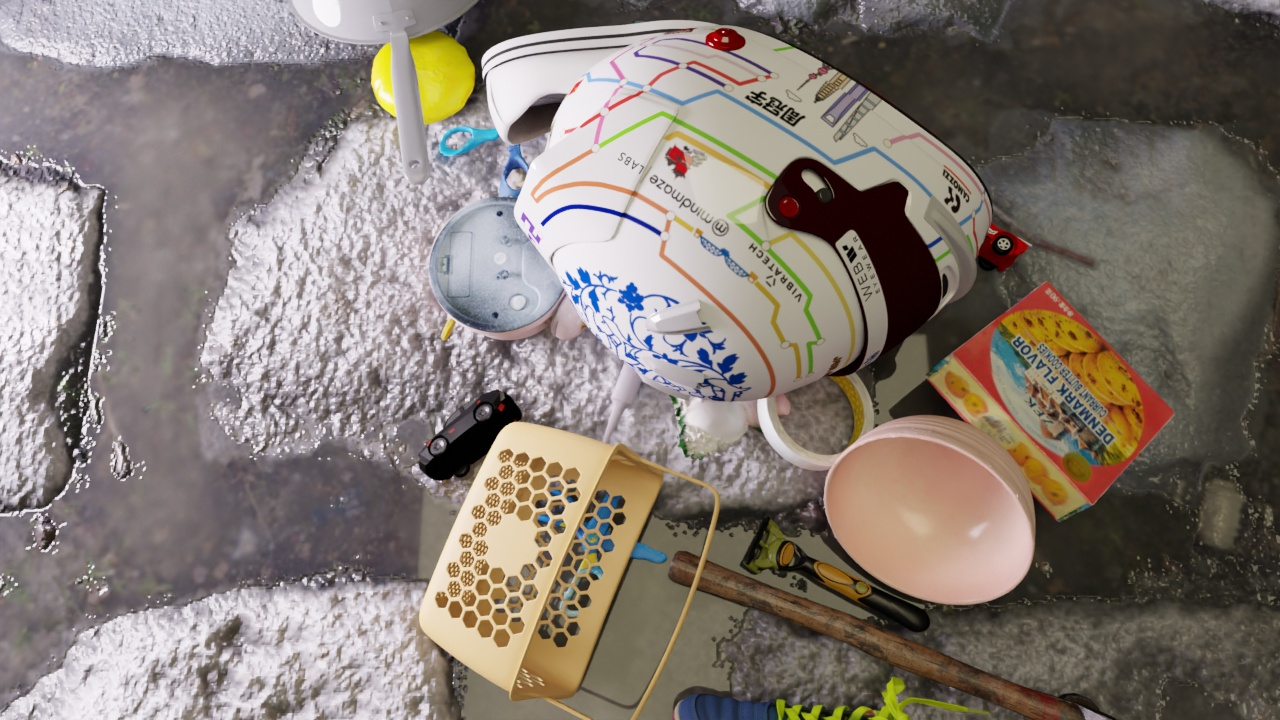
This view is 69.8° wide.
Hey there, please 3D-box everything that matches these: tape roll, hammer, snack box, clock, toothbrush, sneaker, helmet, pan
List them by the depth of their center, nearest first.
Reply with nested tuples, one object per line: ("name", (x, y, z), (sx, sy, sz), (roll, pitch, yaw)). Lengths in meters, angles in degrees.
("sneaker", (0.144, 0.273, 0.649), (0.242, 0.116, 0.091), (19, 105, 4))
("helmet", (0.069, -0.084, 0.652), (0.314, 0.231, 0.235), (34, 76, -1))
("hammer", (0.175, 0.206, 0.663), (0.330, 0.120, 0.033), (19, 81, 14))
("snack box", (0.314, 0.027, 0.702), (0.144, 0.040, 0.142), (-31, 75, -33))
("tape roll", (0.140, 0.040, 0.730), (0.094, 0.019, 0.094), (6, 69, -15))
("toothbrush", (-0.005, 0.004, 0.763), (0.019, 0.018, 0.187), (20, 77, 10))
("clock", (-0.094, -0.073, 0.767), (0.158, 0.059, 0.116), (-2, 76, 2))
("sneaker", (-0.012, -0.221, 0.785), (0.245, 0.091, 0.097), (-3, 78, -4))
("pan", (-0.216, -0.304, 0.808), (0.201, 0.051, 0.356), (-12, 60, -2))

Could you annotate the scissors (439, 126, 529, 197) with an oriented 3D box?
("scissors", (-0.112, -0.198, 0.827), (0.129, 0.014, 0.119), (-30, 73, -10))

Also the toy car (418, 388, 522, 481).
("toy car", (-0.140, 0.059, 0.744), (0.091, 0.042, 0.036), (-37, 51, -6))

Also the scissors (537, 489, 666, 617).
("scissors", (-0.040, 0.143, 0.730), (0.125, 0.013, 0.130), (14, 80, 8))

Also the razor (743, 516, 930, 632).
("razor", (0.153, 0.169, 0.702), (0.144, 0.021, 0.044), (25, 60, 10))

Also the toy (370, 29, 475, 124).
("toy", (-0.197, -0.258, 0.831), (0.094, 0.041, 0.095), (-3, 75, -3))

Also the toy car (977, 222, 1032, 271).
("toy car", (0.279, -0.110, 0.769), (0.089, 0.038, 0.025), (41, 78, 12))

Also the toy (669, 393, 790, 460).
("toy", (0.069, 0.031, 0.742), (0.108, 0.041, 0.095), (-10, 74, -16))

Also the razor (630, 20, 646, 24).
("razor", (0.055, -0.289, 0.838), (0.141, 0.018, 0.043), (14, 77, 6))

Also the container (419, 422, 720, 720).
("container", (-0.044, 0.150, 0.658), (0.167, 0.129, 0.183), (20, 79, 20))

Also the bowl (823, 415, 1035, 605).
("bowl", (0.219, 0.098, 0.677), (0.153, 0.153, 0.075), (34, 45, 11))
